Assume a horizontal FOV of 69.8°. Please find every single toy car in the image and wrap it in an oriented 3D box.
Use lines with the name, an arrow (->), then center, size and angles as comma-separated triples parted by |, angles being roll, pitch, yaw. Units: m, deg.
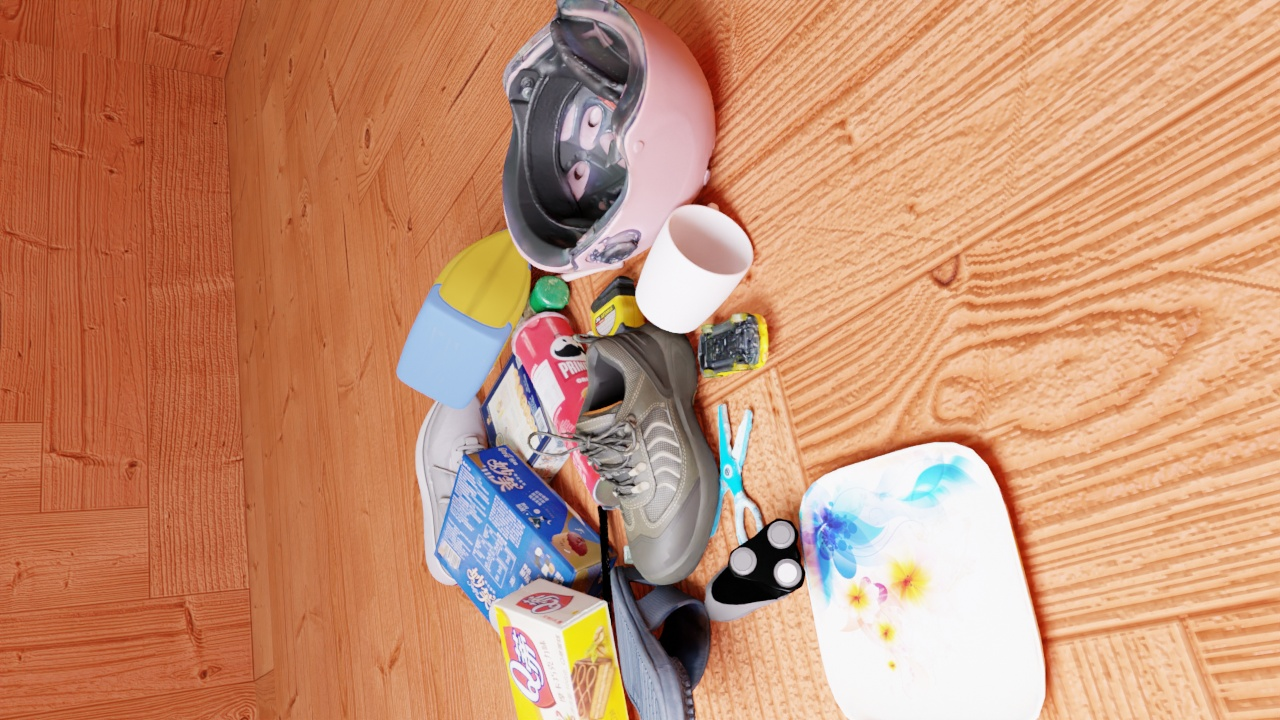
toy car -> 0.078, -0.012, 0.790 | 0.107, 0.030, 0.049 | 166, 102, -67

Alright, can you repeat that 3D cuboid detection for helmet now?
helmet -> -0.029, -0.199, 0.850 | 0.230, 0.152, 0.256 | 59, 134, 30

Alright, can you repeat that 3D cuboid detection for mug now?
mug -> 0.046, -0.089, 0.814 | 0.088, 0.081, 0.114 | 123, 167, -47

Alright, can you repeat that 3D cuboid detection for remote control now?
remote control -> -0.036, 0.197, 0.931 | 0.030, 0.009, 0.139 | 85, 180, -49

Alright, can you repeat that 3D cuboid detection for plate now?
plate -> 0.187, 0.158, 0.630 | 0.187, 0.016, 0.186 | -30, 64, 52

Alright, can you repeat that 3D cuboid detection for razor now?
razor -> 0.088, 0.180, 0.751 | 0.156, 0.060, 0.057 | 110, 157, -59

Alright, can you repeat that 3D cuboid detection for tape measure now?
tape measure -> -0.022, -0.043, 0.937 | 0.066, 0.037, 0.064 | -46, 51, 46

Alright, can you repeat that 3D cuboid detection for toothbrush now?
toothbrush -> -0.071, -0.101, 1.036 | 0.182, 0.015, 0.018 | -8, 75, 56

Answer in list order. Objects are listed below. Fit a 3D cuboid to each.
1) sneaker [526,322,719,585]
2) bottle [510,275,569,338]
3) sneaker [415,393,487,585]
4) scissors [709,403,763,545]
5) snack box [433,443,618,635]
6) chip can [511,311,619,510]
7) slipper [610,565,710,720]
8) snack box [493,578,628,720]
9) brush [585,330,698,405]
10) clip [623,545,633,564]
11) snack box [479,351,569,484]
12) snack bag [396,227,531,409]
sneaker -> -0.014, 0.078, 0.800 | 0.101, 0.142, 0.237 | -19, 74, 50
bottle -> -0.120, -0.056, 1.080 | 0.111, 0.043, 0.043 | -46, 52, 53
sneaker -> -0.220, 0.158, 1.193 | 0.129, 0.096, 0.263 | -12, 77, 44
scissors -> 0.073, 0.103, 0.812 | 0.115, 0.013, 0.140 | -23, 72, 56
snack box -> -0.135, 0.217, 1.026 | 0.203, 0.069, 0.155 | 39, 122, 33
chip can -> -0.064, 0.048, 0.967 | 0.233, 0.073, 0.073 | 57, 133, 40
slipper -> 0.027, 0.256, 0.804 | 0.263, 0.082, 0.101 | -141, 47, -77
snack box -> -0.070, 0.340, 0.905 | 0.110, 0.061, 0.230 | 4, 108, 46
brush -> -0.006, 0.005, 0.937 | 0.218, 0.012, 0.033 | 29, 113, 55
clip -> 0.012, 0.185, 0.872 | 0.078, 0.049, 0.023 | -15, 77, 62
snack box -> -0.135, 0.073, 1.100 | 0.145, 0.042, 0.144 | -54, 47, 40
snack bag -> -0.191, -0.068, 1.089 | 0.159, 0.102, 0.204 | -52, 12, 47
